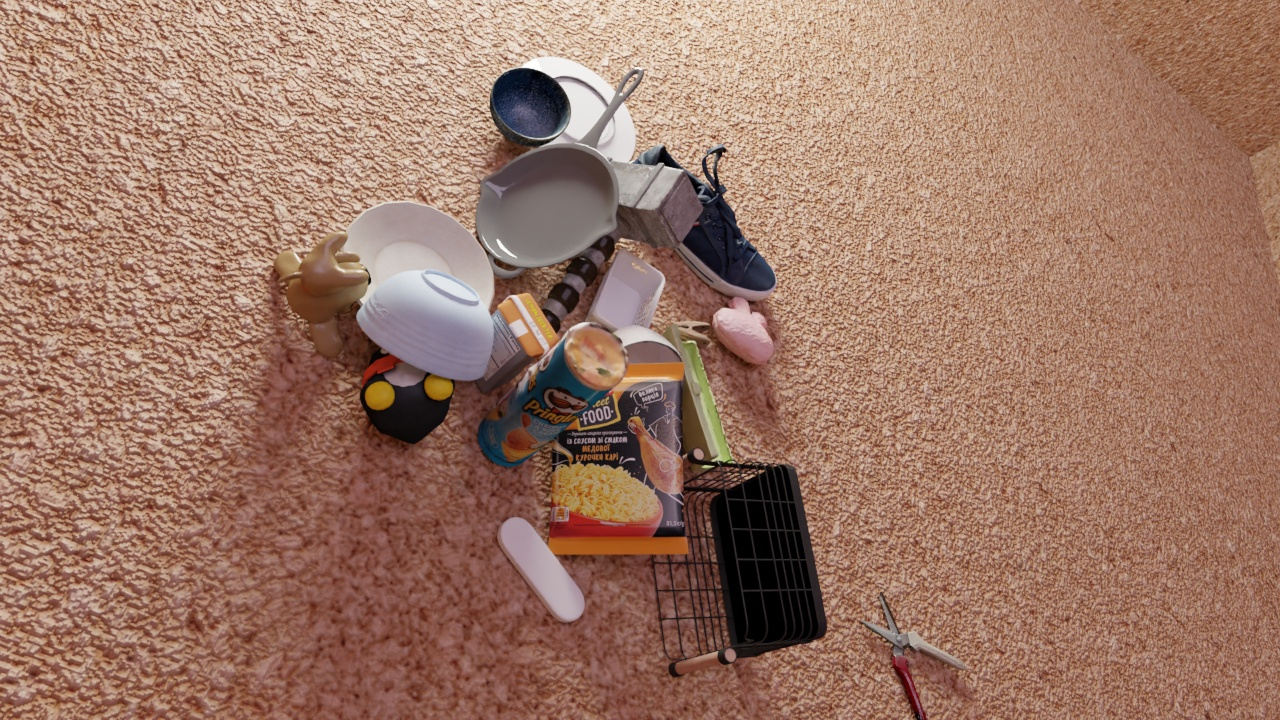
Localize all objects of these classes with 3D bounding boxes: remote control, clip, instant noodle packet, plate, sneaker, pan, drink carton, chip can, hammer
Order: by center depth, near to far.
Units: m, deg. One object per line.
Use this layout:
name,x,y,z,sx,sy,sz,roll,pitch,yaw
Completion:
chip can,-0.101,0.042,1.003,0.079,0.230,0.079,18,55,-27
remote control,-0.112,0.236,1.035,0.136,0.013,0.043,53,49,0
drink carton,-0.155,-0.018,1.065,0.048,0.125,0.076,-30,85,-41
instant noodle packet,-0.028,0.113,1.066,0.160,0.032,0.220,-2,79,7
plate,-0.267,-0.102,1.097,0.188,0.027,0.188,16,58,-28
hammer,-0.071,-0.121,1.187,0.325,0.177,0.079,-57,140,-20
pan,-0.087,-0.247,1.201,0.217,0.024,0.353,24,73,26
clip,0.073,-0.035,1.305,0.060,0.024,0.041,0,64,-24
sneaker,0.111,-0.212,1.359,0.294,0.128,0.120,42,51,-13
plate,-0.093,-0.370,1.369,0.208,0.015,0.208,16,58,-28

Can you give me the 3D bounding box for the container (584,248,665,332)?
container,-0.024,-0.079,1.240,0.080,0.050,0.129,33,52,-17

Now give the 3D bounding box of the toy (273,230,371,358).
toy,-0.337,-0.084,0.978,0.105,0.108,0.134,-26,82,-28

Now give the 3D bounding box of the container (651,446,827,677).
container,0.101,0.238,1.084,0.130,0.163,0.241,8,62,-32

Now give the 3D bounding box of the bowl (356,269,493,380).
bowl,-0.218,-0.049,0.982,0.150,0.075,0.150,28,15,-8

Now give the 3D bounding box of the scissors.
scissors,0.392,0.420,1.291,0.179,0.015,0.198,1,65,-33

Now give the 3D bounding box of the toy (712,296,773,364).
toy,0.154,-0.048,1.351,0.108,0.053,0.104,37,39,-13

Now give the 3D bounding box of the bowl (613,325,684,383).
bowl,-0.007,0.007,1.171,0.116,0.116,0.065,19,26,-26

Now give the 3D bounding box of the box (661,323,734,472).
box,0.065,0.054,1.228,0.130,0.064,0.188,40,31,-72

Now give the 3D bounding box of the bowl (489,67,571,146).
bowl,-0.159,-0.342,1.274,0.114,0.061,0.114,7,71,-21

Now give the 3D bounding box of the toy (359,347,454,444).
toy,-0.256,0.025,0.995,0.097,0.100,0.119,-9,47,-18
